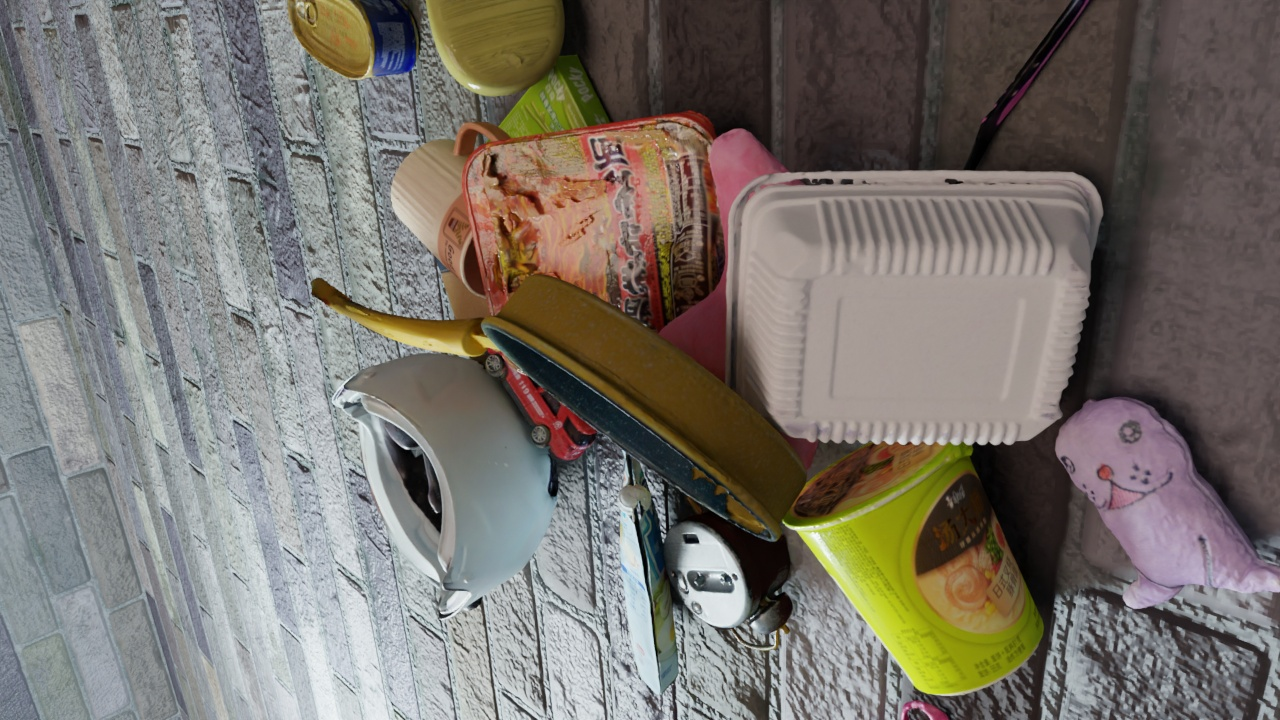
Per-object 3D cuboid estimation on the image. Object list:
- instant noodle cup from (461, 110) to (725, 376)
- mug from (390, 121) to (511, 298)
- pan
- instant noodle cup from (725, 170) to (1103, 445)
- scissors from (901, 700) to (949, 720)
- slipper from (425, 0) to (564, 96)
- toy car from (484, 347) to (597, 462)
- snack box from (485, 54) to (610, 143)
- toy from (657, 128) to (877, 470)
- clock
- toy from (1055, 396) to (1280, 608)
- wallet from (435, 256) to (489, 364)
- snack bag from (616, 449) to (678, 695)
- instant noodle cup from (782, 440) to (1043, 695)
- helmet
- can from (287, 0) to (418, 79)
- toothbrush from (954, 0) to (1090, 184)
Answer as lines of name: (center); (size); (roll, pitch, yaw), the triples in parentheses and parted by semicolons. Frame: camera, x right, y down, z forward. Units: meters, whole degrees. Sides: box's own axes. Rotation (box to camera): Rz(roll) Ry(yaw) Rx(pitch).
instant noodle cup: (-0.019, -0.073, 0.609); (0.189, 0.078, 0.164); (-1, 108, 25)
mug: (-0.124, -0.122, 0.686); (0.106, 0.081, 0.115); (41, 129, 31)
pan: (-0.068, 0.005, 0.542); (0.357, 0.078, 0.198); (31, 169, 29)
instant noodle cup: (0.128, -0.017, 0.434); (0.173, 0.060, 0.138); (0, 117, 2)
scissors: (0.181, 0.273, 0.621); (0.133, 0.017, 0.131); (14, 119, 48)
slipper: (-0.111, -0.269, 0.654); (0.082, 0.091, 0.190); (112, 142, -79)
toy car: (-0.078, 0.025, 0.746); (0.045, 0.052, 0.120); (-39, 85, 21)
snack box: (-0.077, -0.152, 0.703); (0.157, 0.026, 0.085); (-33, 81, 50)
toy: (0.099, -0.019, 0.510); (0.178, 0.074, 0.195); (20, 118, 8)
clock: (0.066, 0.156, 0.663); (0.082, 0.055, 0.122); (-13, 98, 49)
toy: (0.242, 0.067, 0.440); (0.108, 0.038, 0.084); (59, 148, 9)
wallet: (-0.141, -0.053, 0.816); (0.090, 0.033, 0.115); (-4, 105, 51)
snack bag: (0.001, 0.152, 0.711); (0.039, 0.110, 0.191); (-5, 112, 4)
instant noodle cup: (0.158, 0.112, 0.511); (0.112, 0.111, 0.123); (-28, 94, 50)
helmet: (-0.158, 0.093, 0.813); (0.229, 0.145, 0.259); (60, 156, 11)
can: (-0.258, -0.299, 0.819); (0.148, 0.049, 0.075); (34, 129, 34)
toothbrush: (0.179, -0.132, 0.440); (0.017, 0.014, 0.190); (55, 139, 29)
